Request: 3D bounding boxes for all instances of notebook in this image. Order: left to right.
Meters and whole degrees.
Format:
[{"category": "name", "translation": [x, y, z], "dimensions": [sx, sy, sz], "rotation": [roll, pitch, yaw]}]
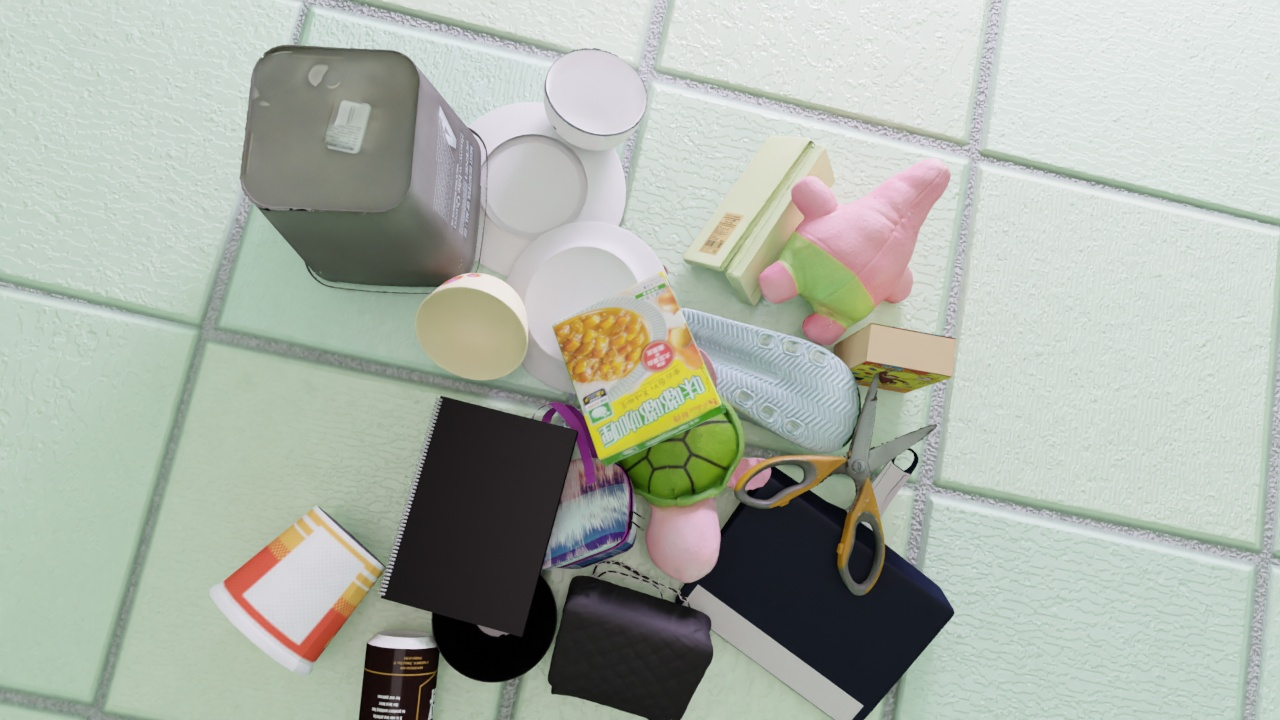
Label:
[{"category": "notebook", "translation": [-0.160, 0.152, 0.913], "dimensions": [0.149, 0.016, 0.206], "rotation": [14, 81, 5]}]

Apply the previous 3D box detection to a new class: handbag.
[{"category": "handbag", "translation": [-0.073, 0.125, 0.952], "dimensions": [0.145, 0.068, 0.169], "rotation": [-25, 68, 24]}, {"category": "handbag", "translation": [-0.014, 0.292, 0.940], "dimensions": [0.153, 0.114, 0.125], "rotation": [17, 103, -5]}]

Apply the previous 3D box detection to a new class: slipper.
[{"category": "slipper", "translation": [0.122, 0.015, 0.990], "dimensions": [0.245, 0.074, 0.104], "rotation": [24, 84, 16]}]

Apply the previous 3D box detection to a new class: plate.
[{"category": "plate", "translation": [-0.120, -0.194, 1.029], "dimensions": [0.208, 0.015, 0.208], "rotation": [1, 81, -5]}, {"category": "plate", "translation": [-0.061, -0.059, 0.990], "dimensions": [0.189, 0.016, 0.188], "rotation": [-1, 86, 8]}]

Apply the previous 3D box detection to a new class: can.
[{"category": "can", "translation": [-0.240, 0.337, 0.908], "dimensions": [0.072, 0.072, 0.128], "rotation": [5, 81, -4]}]

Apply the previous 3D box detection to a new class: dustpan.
[{"category": "dustpan", "translation": [0.212, 0.210, 0.983], "dimensions": [0.236, 0.080, 0.273], "rotation": [36, 101, 1]}]

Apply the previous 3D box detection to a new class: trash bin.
[{"category": "trash bin", "translation": [-0.268, -0.186, 0.903], "dimensions": [0.197, 0.220, 0.197], "rotation": [3, 82, 1]}]

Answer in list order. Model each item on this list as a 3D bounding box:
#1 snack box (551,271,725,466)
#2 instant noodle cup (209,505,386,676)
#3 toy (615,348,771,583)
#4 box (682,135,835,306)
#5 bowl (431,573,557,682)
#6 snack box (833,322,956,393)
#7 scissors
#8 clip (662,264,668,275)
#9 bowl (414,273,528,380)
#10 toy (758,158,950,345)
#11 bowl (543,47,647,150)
[{"category": "snack box", "translation": [-0.005, 0.005, 0.926], "dimensions": [0.132, 0.027, 0.168], "rotation": [-25, 61, 5]}, {"category": "instant noodle cup", "translation": [-0.328, 0.219, 0.900], "dimensions": [0.123, 0.124, 0.121], "rotation": [41, 72, 2]}, {"category": "toy", "translation": [0.037, 0.106, 0.945], "dimensions": [0.190, 0.087, 0.238], "rotation": [-2, 86, 13]}, {"category": "box", "translation": [0.146, -0.157, 1.032], "dimensions": [0.083, 0.091, 0.187], "rotation": [42, 79, -33]}, {"category": "bowl", "translation": [-0.147, 0.260, 0.937], "dimensions": [0.124, 0.052, 0.124], "rotation": [1, 81, -4]}, {"category": "snack box", "translation": [0.264, 0.000, 0.975], "dimensions": [0.088, 0.126, 0.040], "rotation": [10, 80, -3]}, {"category": "scissors", "translation": [0.198, 0.120, 0.925], "dimensions": [0.225, 0.016, 0.225], "rotation": [9, 87, -8]}, {"category": "clip", "translation": [0.000, -0.105, 1.016], "dimensions": [0.062, 0.045, 0.024], "rotation": [9, 82, 11]}, {"category": "bowl", "translation": [-0.169, -0.048, 0.968], "dimensions": [0.118, 0.118, 0.073], "rotation": [15, 38, -2]}, {"category": "toy", "translation": [0.240, -0.130, 0.996], "dimensions": [0.237, 0.096, 0.192], "rotation": [-45, 111, 5]}, {"category": "bowl", "translation": [-0.054, -0.281, 1.018], "dimensions": [0.113, 0.063, 0.113], "rotation": [5, 68, -13]}]
